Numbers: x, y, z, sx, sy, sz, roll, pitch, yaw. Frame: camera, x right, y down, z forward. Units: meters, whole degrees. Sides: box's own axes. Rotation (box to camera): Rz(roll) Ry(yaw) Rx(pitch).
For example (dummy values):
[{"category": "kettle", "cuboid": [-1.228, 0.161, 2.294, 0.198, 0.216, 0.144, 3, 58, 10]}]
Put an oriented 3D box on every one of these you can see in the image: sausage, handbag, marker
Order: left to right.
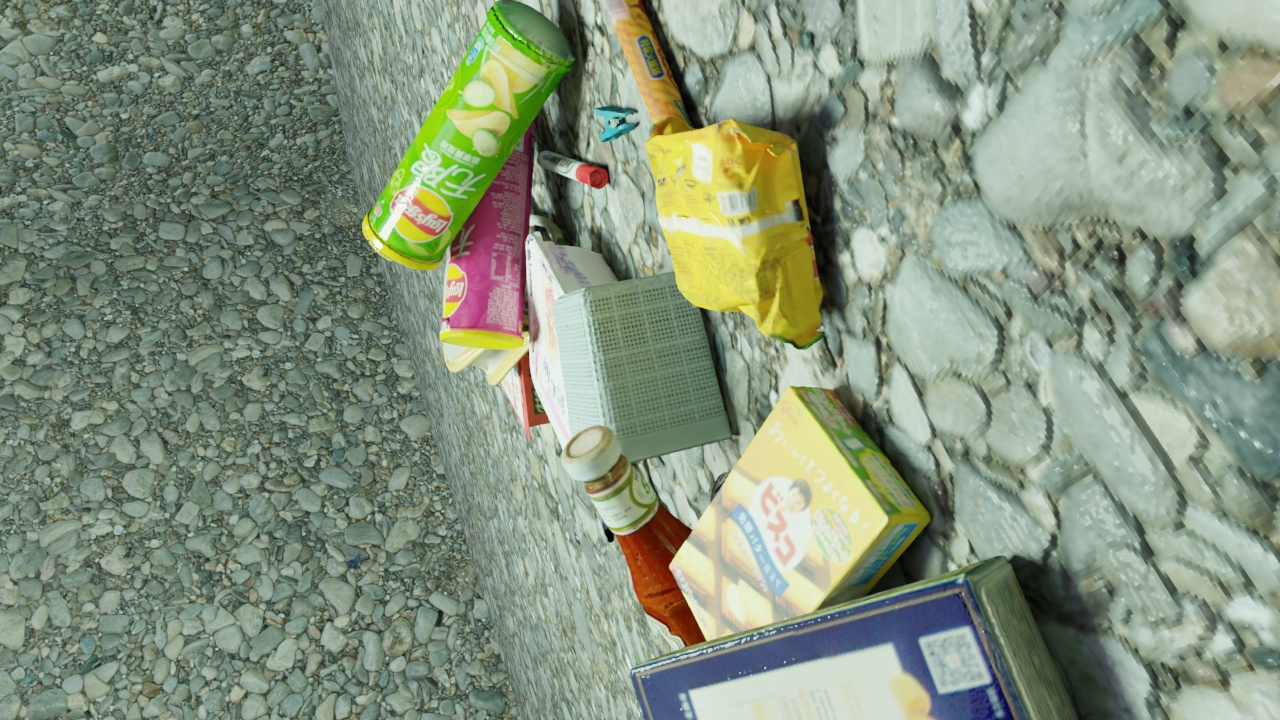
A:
[{"category": "handbag", "cuboid": [-0.130, -0.083, 0.883, 0.179, 0.063, 0.163, -39, 46, 40]}, {"category": "marker", "cuboid": [-0.058, -0.156, 0.745, 0.145, 0.017, 0.017, -142, 40, -61]}, {"category": "sausage", "cuboid": [0.001, -0.182, 0.538, 0.021, 0.021, 0.165, 122, 130, -66]}]

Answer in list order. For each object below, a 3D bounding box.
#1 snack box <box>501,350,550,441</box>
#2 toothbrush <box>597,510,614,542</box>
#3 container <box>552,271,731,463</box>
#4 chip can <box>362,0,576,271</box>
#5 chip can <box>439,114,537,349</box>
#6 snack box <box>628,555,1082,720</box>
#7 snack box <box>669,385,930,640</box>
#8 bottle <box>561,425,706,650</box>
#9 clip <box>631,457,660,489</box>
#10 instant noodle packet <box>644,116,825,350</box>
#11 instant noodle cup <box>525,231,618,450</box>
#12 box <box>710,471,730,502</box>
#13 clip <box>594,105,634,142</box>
[{"category": "snack box", "cuboid": [-0.118, 0.003, 0.970, 0.127, 0.044, 0.113, -130, 32, -55]}, {"category": "toothbrush", "cuboid": [-0.049, 0.080, 0.854, 0.017, 0.014, 0.188, -52, 47, 49]}, {"category": "container", "cuboid": [-0.004, 0.004, 0.602, 0.090, 0.090, 0.111, -179, 78, -71]}, {"category": "chip can", "cuboid": [-0.135, -0.171, 0.713, 0.222, 0.072, 0.072, -49, 50, 27]}, {"category": "chip can", "cuboid": [-0.131, -0.118, 0.802, 0.071, 0.071, 0.210, 157, 117, -72]}, {"category": "snack box", "cuboid": [0.097, 0.192, 0.376, 0.183, 0.045, 0.178, -29, 75, 38]}, {"category": "snack box", "cuboid": [0.072, 0.092, 0.455, 0.141, 0.033, 0.087, -60, 41, 30]}, {"category": "bottle", "cuboid": [0.018, 0.124, 0.563, 0.206, 0.059, 0.060, 57, 171, -26]}, {"category": "clip", "cuboid": [-0.008, 0.102, 0.778, 0.102, 0.035, 0.094, 176, 80, -76]}, {"category": "instant noodle packet", "cuboid": [0.046, -0.069, 0.462, 0.128, 0.044, 0.111, -143, 35, -68]}, {"category": "instant noodle cup", "cuboid": [-0.046, -0.009, 0.755, 0.174, 0.060, 0.138, 92, 156, -43]}, {"category": "box", "cuboid": [0.089, 0.127, 0.509, 0.164, 0.059, 0.072, 58, 135, 40]}, {"category": "clip", "cuboid": [-0.017, -0.161, 0.624, 0.057, 0.015, 0.049, -154, 53, -68]}]
